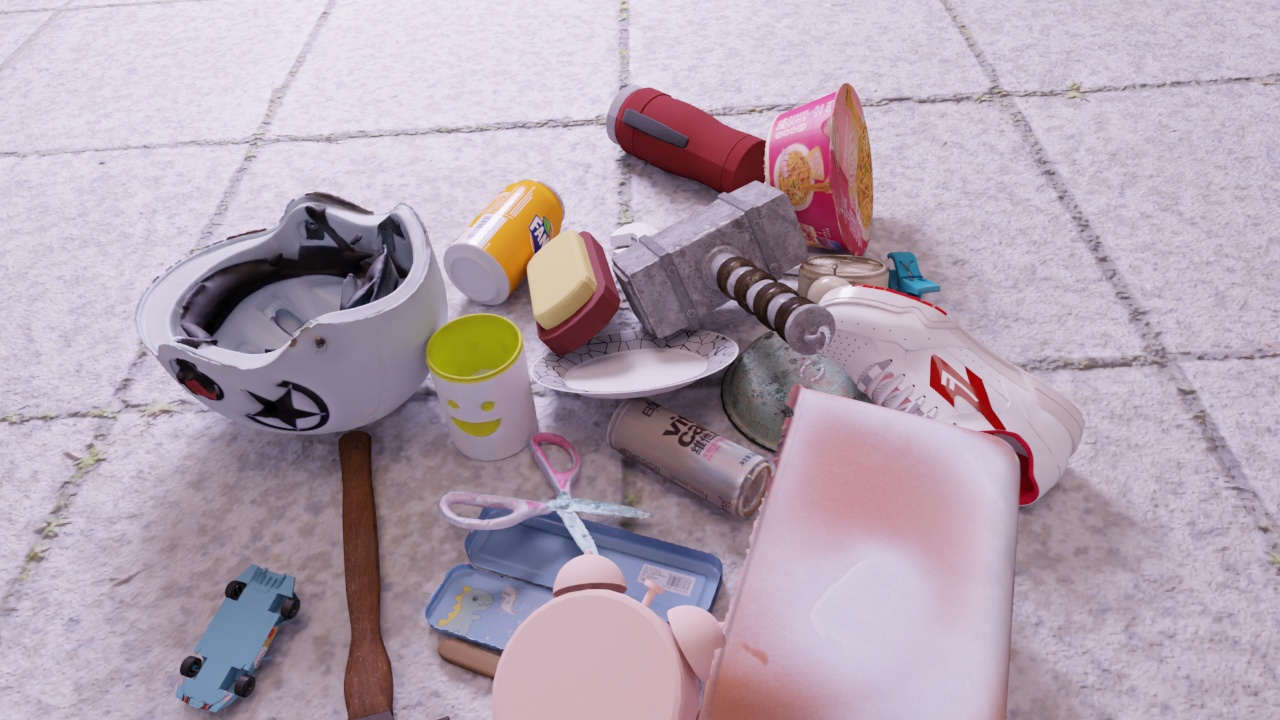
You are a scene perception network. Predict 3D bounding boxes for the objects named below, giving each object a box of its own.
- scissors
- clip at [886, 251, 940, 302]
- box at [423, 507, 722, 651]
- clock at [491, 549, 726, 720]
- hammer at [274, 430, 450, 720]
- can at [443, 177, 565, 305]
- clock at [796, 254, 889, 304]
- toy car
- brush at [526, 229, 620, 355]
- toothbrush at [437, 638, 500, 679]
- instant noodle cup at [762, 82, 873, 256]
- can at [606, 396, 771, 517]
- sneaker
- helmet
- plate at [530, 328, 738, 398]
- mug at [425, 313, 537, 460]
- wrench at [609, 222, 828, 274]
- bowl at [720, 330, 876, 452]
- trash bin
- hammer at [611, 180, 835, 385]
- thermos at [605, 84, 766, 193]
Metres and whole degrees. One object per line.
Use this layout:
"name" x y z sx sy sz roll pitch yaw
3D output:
"scissors" -0.084 0.115 0.748 0.173 0.014 0.170 -9 35 -23
"clip" 0.264 -0.059 0.904 0.027 0.104 0.120 1 38 0
"box" -0.050 0.179 0.703 0.209 0.021 0.125 11 48 17
"clock" -0.031 0.213 0.595 0.131 0.086 0.160 22 66 27
"hammer" -0.217 0.177 0.711 0.115 0.033 0.322 -12 44 -9
"can" -0.143 -0.130 0.982 0.079 0.079 0.142 15 48 19
"clock" 0.190 -0.070 0.877 0.093 0.055 0.140 8 22 22
"toy car" -0.297 0.210 0.687 0.060 0.027 0.107 11 56 16
"brush" -0.073 -0.075 0.902 0.082 0.042 0.173 -38 30 12
"toothbrush" -0.073 0.231 0.654 0.167 0.016 0.016 13 50 21
"instant noodle cup" 0.188 -0.195 0.967 0.078 0.179 0.178 -2 42 26
"can" 0.040 0.079 0.770 0.136 0.054 0.054 26 52 28
"sneaker" 0.235 0.034 0.750 0.236 0.091 0.104 35 58 7
"helmet" -0.301 -0.026 0.832 0.264 0.164 0.235 -2 40 13
"plate" -0.005 0.005 0.836 0.188 0.016 0.188 -6 17 2
"mug" -0.136 0.024 0.805 0.082 0.106 0.082 -3 45 3
"wrench" 0.099 -0.112 0.989 0.273 0.018 0.066 7 45 11
"bowl" 0.152 0.017 0.834 0.157 0.039 0.157 -3 44 2
"trash bin" 0.141 0.166 0.584 0.157 0.182 0.258 12 46 14
"hammer" 0.098 -0.062 0.793 0.177 0.079 0.326 -29 25 -4
"thermos" 0.048 -0.261 1.086 0.199 0.084 0.107 32 18 29
